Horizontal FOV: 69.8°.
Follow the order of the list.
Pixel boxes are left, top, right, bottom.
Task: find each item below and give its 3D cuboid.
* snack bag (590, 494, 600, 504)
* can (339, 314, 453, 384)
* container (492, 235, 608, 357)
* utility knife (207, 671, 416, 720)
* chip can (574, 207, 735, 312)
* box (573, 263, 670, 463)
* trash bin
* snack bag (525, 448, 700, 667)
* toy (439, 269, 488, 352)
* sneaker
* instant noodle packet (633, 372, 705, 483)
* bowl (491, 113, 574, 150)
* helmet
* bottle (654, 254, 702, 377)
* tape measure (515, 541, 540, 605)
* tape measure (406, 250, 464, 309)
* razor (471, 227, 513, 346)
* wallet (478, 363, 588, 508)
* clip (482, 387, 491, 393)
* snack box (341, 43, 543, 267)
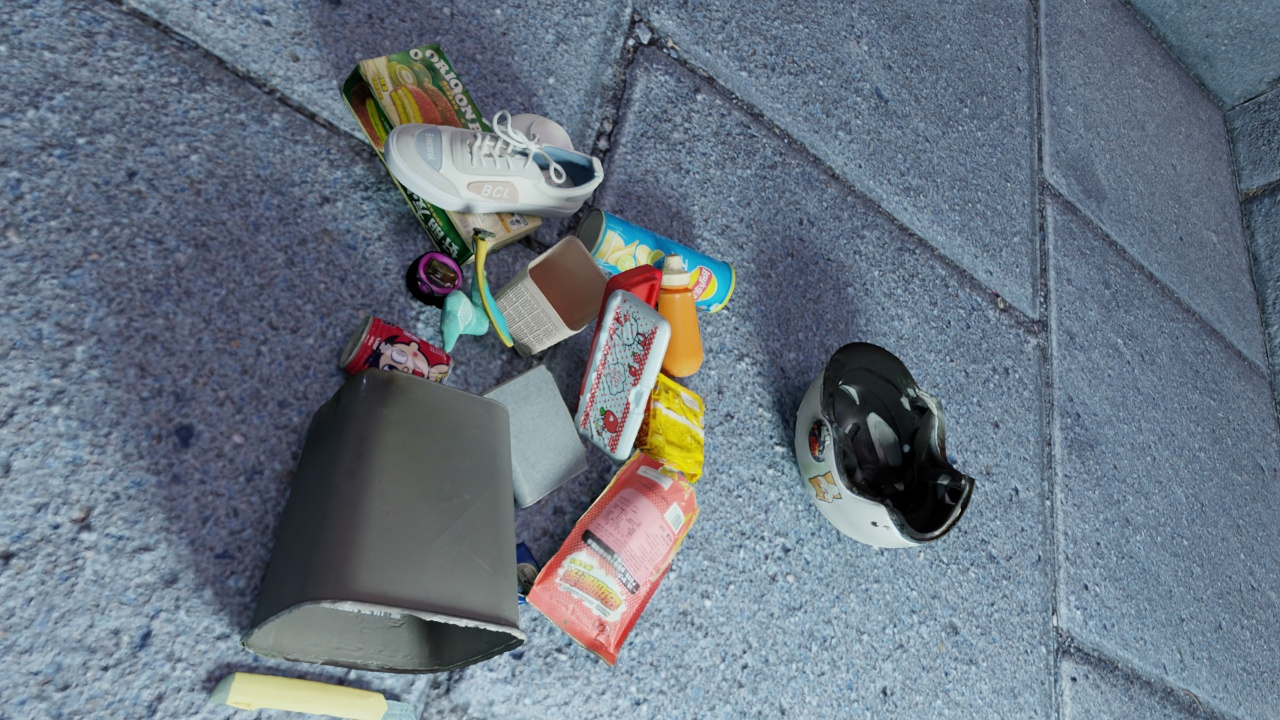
[{"bbox_3d":[-0.021,0.196,1.038,0.045,0.026,0.105,-20,83,-36],"label":"snack bag"},{"bbox_3d":[-0.244,0.002,0.918,0.093,0.067,0.066,31,55,-24],"label":"can"},{"bbox_3d":[-0.103,-0.066,1.025,0.090,0.111,0.090,53,49,-7],"label":"container"},{"bbox_3d":[-0.279,0.297,0.801,0.182,0.019,0.030,19,65,-24],"label":"utility knife"},{"bbox_3d":[0.019,-0.126,1.173,0.210,0.071,0.071,18,61,-31],"label":"chip can"},{"bbox_3d":[-0.006,0.005,1.005,0.100,0.202,0.094,38,41,26],"label":"box"},{"bbox_3d":[-0.216,0.146,0.810,0.198,0.199,0.219,20,53,-32],"label":"trash bin"},{"bbox_3d":[-0.021,0.205,0.983,0.128,0.073,0.207,46,61,-16],"label":"snack bag"},{"bbox_3d":[-0.186,-0.054,0.987,0.091,0.030,0.096,7,89,-72],"label":"toy"},{"bbox_3d":[-0.147,-0.209,0.980,0.241,0.091,0.089,5,69,-37],"label":"sneaker"},{"bbox_3d":[0.037,0.078,1.103,0.128,0.044,0.110,35,52,-47],"label":"instant noodle packet"},{"bbox_3d":[-0.125,-0.251,1.115,0.116,0.066,0.116,16,63,-33],"label":"bowl"},{"bbox_3d":[0.300,0.129,1.231,0.229,0.157,0.274,-12,69,-38],"label":"helmet"},{"bbox_3d":[0.042,-0.057,1.135,0.066,0.067,0.149,-14,106,-40],"label":"bottle"},{"bbox_3d":[-0.128,0.224,0.945,0.054,0.025,0.058,-30,90,-40],"label":"tape measure"},{"bbox_3d":[-0.221,-0.089,0.991,0.058,0.039,0.057,30,56,-25],"label":"tape measure"},{"bbox_3d":[-0.159,-0.076,0.982,0.028,0.043,0.133,-18,110,-22],"label":"razor"},{"bbox_3d":[-0.117,0.079,1.002,0.106,0.037,0.130,-29,101,-41],"label":"wallet"},{"bbox_3d":[-0.175,0.048,0.985,0.057,0.037,0.026,-28,87,-42],"label":"clip"},{"bbox_3d":[-0.221,-0.230,1.034,0.114,0.063,0.240,-35,94,-41],"label":"snack box"}]
